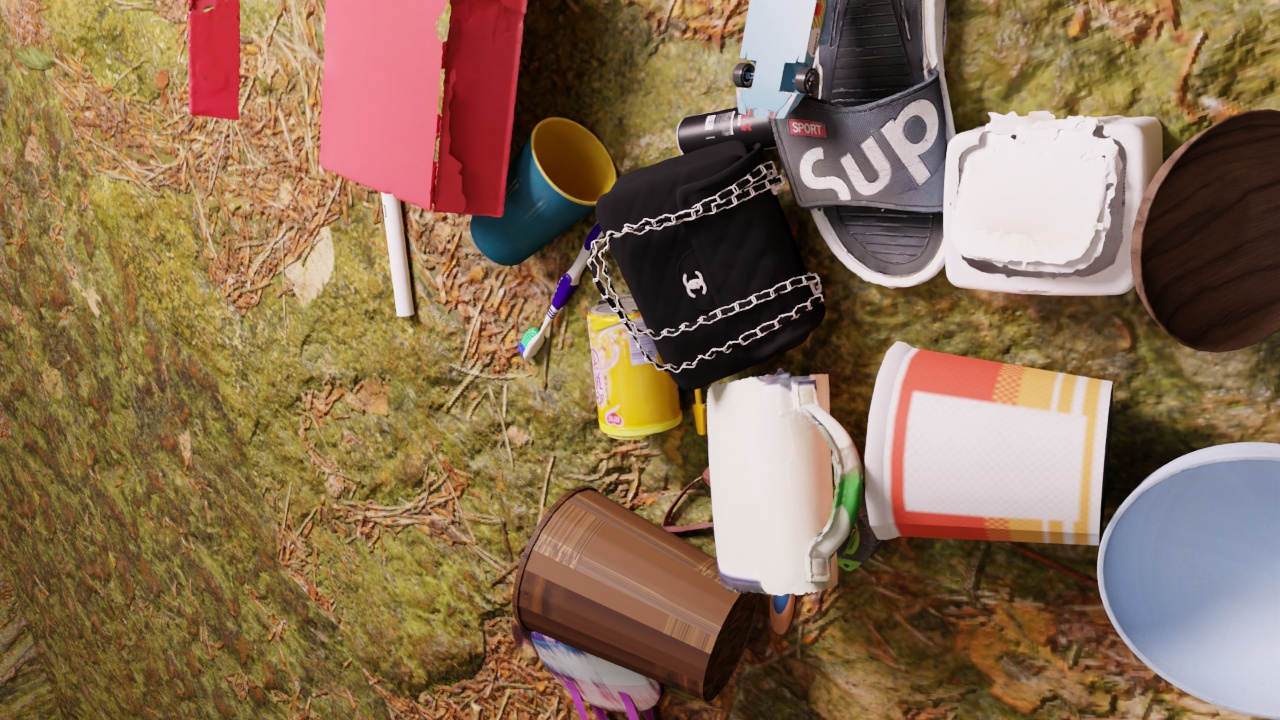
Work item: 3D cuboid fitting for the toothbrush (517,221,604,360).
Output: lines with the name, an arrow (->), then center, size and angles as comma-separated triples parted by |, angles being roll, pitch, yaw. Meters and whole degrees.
toothbrush -> -0.062, -0.065, 0.784 | 0.016, 0.015, 0.187 | 50, 128, 19

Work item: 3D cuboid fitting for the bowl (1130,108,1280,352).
bowl -> 0.293, -0.066, 0.466 | 0.032, 0.119, 0.119 | -131, 36, -70

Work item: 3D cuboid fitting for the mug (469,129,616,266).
mug -> -0.085, -0.130, 0.745 | 0.122, 0.078, 0.078 | -34, 83, 45

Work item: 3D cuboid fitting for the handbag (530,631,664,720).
handbag -> -0.032, 0.312, 0.865 | 0.145, 0.067, 0.170 | -4, 109, 38

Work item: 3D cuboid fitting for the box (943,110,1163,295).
box -> 0.220, -0.085, 0.504 | 0.108, 0.101, 0.102 | 6, 110, 34

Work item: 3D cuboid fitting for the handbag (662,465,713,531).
handbag -> 0.055, 0.115, 0.750 | 0.120, 0.029, 0.055 | -40, 78, 44

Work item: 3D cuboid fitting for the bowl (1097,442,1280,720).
bowl -> 0.332, 0.106, 0.492 | 0.151, 0.074, 0.151 | 11, 113, 27

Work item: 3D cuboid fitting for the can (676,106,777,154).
can -> 0.066, -0.160, 0.640 | 0.081, 0.031, 0.031 | 0, 105, 38

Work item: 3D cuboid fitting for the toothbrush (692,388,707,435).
toothbrush -> 0.038, -0.035, 0.708 | 0.031, 0.030, 0.197 | 14, 117, 50

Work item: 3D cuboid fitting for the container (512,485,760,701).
container -> 0.002, 0.195, 0.758 | 0.167, 0.131, 0.132 | 20, 116, 25

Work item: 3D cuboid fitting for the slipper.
slipper -> 0.136, -0.173, 0.564 | 0.111, 0.063, 0.264 | 8, 107, 36

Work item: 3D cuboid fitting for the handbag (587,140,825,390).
handbag -> 0.049, -0.062, 0.616 | 0.125, 0.114, 0.154 | -19, 105, 20

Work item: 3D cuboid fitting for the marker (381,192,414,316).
marker -> -0.240, -0.109, 0.907 | 0.020, 0.017, 0.134 | -138, 43, -67

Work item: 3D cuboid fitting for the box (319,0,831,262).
box -> -0.036, -0.207, 0.681 | 0.425, 0.127, 0.213 | 10, 111, 1

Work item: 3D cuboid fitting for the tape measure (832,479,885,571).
tape measure -> 0.145, 0.120, 0.672 | 0.066, 0.035, 0.059 | 30, 121, 28

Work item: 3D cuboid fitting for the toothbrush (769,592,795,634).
toothbrush -> 0.113, 0.158, 0.726 | 0.022, 0.017, 0.135 | 15, 116, 38

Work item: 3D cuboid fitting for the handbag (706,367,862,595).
handbag -> 0.108, 0.080, 0.607 | 0.176, 0.074, 0.151 | 151, 116, -72

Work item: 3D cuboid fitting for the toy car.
toy car -> 0.090, -0.198, 0.549 | 0.060, 0.027, 0.108 | 22, 108, 43

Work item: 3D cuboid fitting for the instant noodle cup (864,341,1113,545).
instant noodle cup -> 0.212, 0.055, 0.551 | 0.121, 0.123, 0.123 | 4, 108, 29

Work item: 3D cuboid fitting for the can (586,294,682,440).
can -> -0.004, 0.004, 0.729 | 0.068, 0.067, 0.105 | 5, 108, 37
